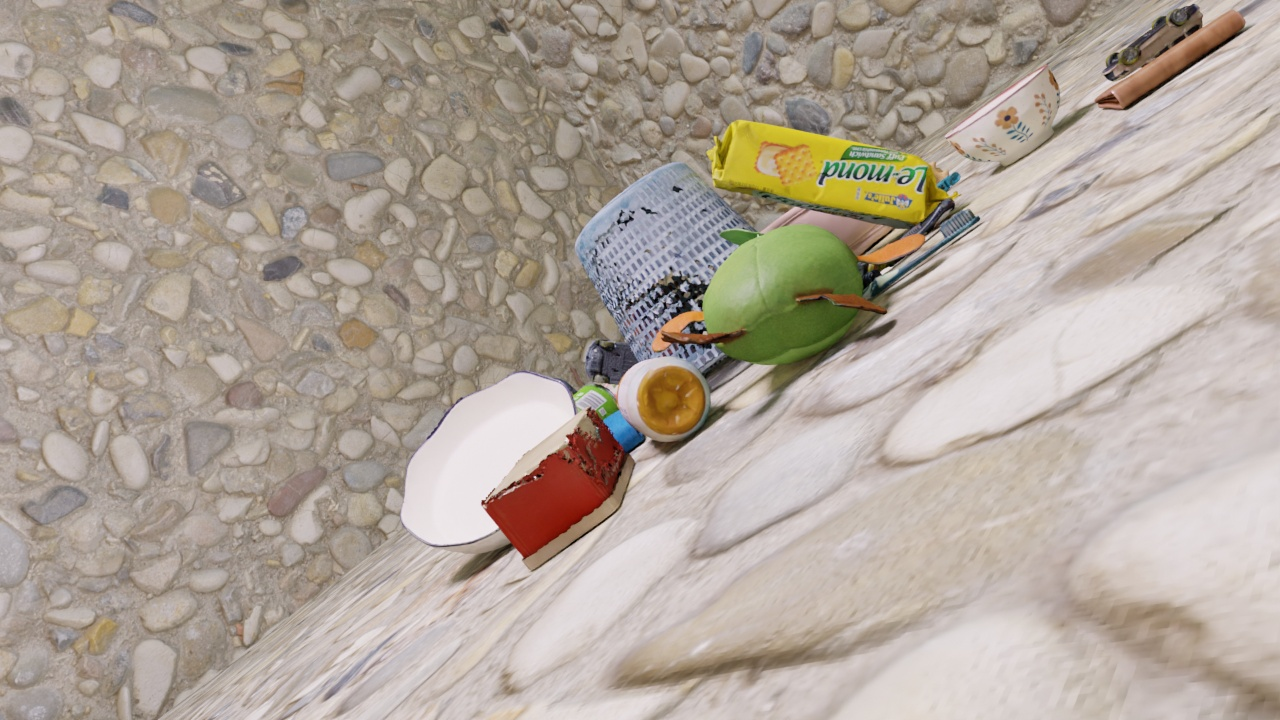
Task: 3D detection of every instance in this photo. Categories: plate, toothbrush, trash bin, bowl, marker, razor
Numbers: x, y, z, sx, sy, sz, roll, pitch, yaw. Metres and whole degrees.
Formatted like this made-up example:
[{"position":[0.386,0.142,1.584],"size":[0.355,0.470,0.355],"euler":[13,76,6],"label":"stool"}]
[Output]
[{"position":[-0.141,0.102,0.900],"size":[0.205,0.045,0.204],"euler":[-23,39,20],"label":"plate"},{"position":[0.187,-0.061,0.737],"size":[0.192,0.018,0.016],"euler":[-36,3,13],"label":"toothbrush"},{"position":[0.044,-0.090,0.967],"size":[0.226,0.195,0.226],"euler":[-37,-2,-2],"label":"trash bin"},{"position":[0.372,-0.236,0.918],"size":[0.113,0.062,0.113],"euler":[-38,2,2],"label":"bowl"},{"position":[0.168,-0.052,0.816],"size":[0.022,0.018,0.131],"euler":[-17,-7,-29],"label":"marker"},{"position":[0.235,-0.103,0.825],"size":[0.142,0.022,0.043],"euler":[-36,-29,-15],"label":"razor"}]

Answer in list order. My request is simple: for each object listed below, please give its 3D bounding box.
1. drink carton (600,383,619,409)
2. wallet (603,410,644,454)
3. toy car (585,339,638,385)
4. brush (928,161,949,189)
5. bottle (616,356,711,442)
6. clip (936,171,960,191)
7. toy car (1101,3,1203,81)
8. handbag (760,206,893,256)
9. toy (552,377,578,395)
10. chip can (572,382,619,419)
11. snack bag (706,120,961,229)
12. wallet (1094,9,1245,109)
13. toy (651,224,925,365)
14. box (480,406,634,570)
[{"position":[-0.040,0.059,1.187],"size":[0.122,0.053,0.046],"euler":[-38,-1,-17],"label":"drink carton"},{"position":[-0.056,0.098,0.927],"size":[0.133,0.040,0.106],"euler":[-36,7,4],"label":"wallet"},{"position":[-0.006,0.006,1.100],"size":[0.120,0.054,0.037],"euler":[7,2,-1],"label":"toy car"},{"position":[0.288,-0.186,1.205],"size":[0.255,0.046,0.082],"euler":[-26,13,45],"label":"brush"},{"position":[0.014,0.032,0.798],"size":[0.068,0.068,0.189],"euler":[-37,3,-5],"label":"bottle"},{"position":[0.357,-0.205,1.092],"size":[0.056,0.014,0.041],"euler":[-37,3,-17],"label":"clip"},{"position":[0.474,-0.291,0.851],"size":[0.090,0.035,0.042],"euler":[-36,1,13],"label":"toy car"},{"position":[0.193,-0.121,1.166],"size":[0.193,0.093,0.235],"euler":[-37,-5,-18],"label":"handbag"},{"position":[-0.143,0.093,1.277],"size":[0.137,0.091,0.357],"euler":[-24,-19,-26],"label":"toy"},{"position":[-0.113,0.110,1.037],"size":[0.072,0.072,0.235],"euler":[-34,4,47],"label":"chip can"},{"position":[0.185,-0.187,0.930],"size":[0.158,0.246,0.068],"euler":[-55,-22,-81],"label":"snack bag"},{"position":[0.437,-0.248,0.770],"size":[0.101,0.020,0.115],"euler":[-34,1,21],"label":"wallet"},{"position":[0.107,-0.052,0.705],"size":[0.227,0.090,0.246],"euler":[-17,15,16],"label":"toy"},{"position":[-0.064,0.088,0.728],"size":[0.091,0.079,0.168],"euler":[-37,3,7],"label":"box"}]
